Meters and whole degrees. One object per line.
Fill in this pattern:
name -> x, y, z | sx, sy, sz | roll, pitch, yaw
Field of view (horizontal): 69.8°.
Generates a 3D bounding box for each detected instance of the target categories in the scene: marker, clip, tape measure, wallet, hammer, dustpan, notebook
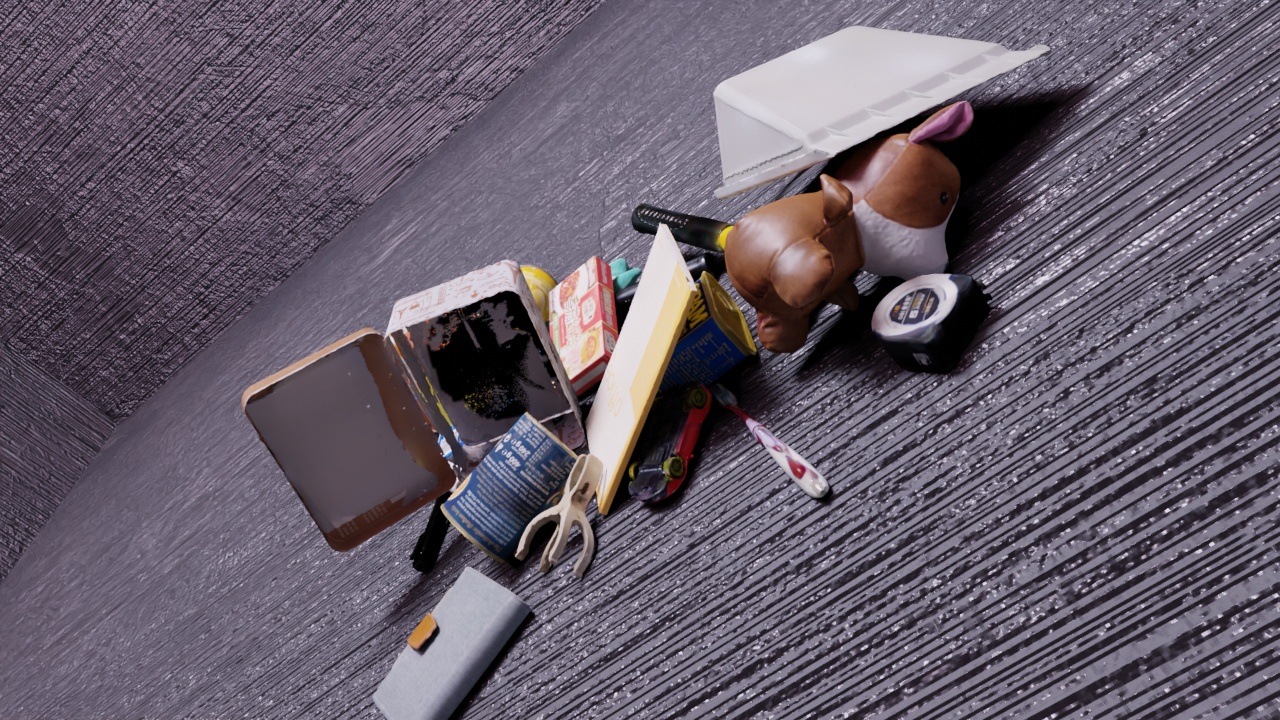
marker -> -0.203, 0.155, 0.922 | 0.020, 0.022, 0.131 | -35, 26, 31
clip -> -0.066, 0.129, 0.736 | 0.097, 0.035, 0.101 | -34, 36, 31
tape measure -> 0.192, -0.027, 0.620 | 0.065, 0.033, 0.066 | -50, 29, -17
wallet -> -0.156, 0.228, 0.726 | 0.129, 0.037, 0.107 | -52, 28, -19
hammer -> 0.085, -0.114, 0.861 | 0.128, 0.033, 0.301 | -46, 35, -14
dustpan -> 0.179, -0.194, 0.810 | 0.222, 0.143, 0.258 | -28, 38, -16
notebook -> -0.005, 0.004, 0.760 | 0.145, 0.010, 0.207 | -105, 33, -61

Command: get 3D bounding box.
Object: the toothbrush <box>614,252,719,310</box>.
toothbrush -> -0.010, -0.065, 0.967 | 0.213, 0.026, 0.027 | -20, 46, 35

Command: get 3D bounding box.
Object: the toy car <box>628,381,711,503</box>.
toy car -> 0.024, 0.065, 0.722 | 0.049, 0.031, 0.106 | -16, 44, 48

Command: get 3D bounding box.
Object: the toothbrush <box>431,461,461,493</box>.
toothbrush -> -0.182, 0.118, 0.909 | 0.221, 0.026, 0.027 | 14, 101, 49

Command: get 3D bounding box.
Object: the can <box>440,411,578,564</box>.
can -> -0.106, 0.108, 0.787 | 0.111, 0.075, 0.075 | -49, 26, -6

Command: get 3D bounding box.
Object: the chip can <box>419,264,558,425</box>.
chip can -> -0.162, -0.021, 1.017 | 0.072, 0.072, 0.212 | -22, 27, 37

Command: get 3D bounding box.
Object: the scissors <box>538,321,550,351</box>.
scissors -> -0.112, -0.027, 1.078 | 0.186, 0.019, 0.129 | -30, 29, 22

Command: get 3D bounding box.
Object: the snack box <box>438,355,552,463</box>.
snack box -> -0.156, 0.058, 0.997 | 0.157, 0.026, 0.084 | -36, 25, 14

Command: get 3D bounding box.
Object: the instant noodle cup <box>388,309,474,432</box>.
instant noodle cup -> -0.244, -0.006, 1.096 | 0.152, 0.111, 0.151 | -44, 20, 20

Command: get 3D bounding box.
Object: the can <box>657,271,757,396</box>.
can -> 0.045, -0.018, 0.792 | 0.083, 0.057, 0.102 | -38, 25, 16

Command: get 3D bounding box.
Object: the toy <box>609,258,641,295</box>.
toy -> -0.033, -0.084, 1.039 | 0.097, 0.030, 0.091 | -42, 20, 19

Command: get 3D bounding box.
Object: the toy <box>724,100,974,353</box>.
toy -> 0.163, -0.096, 0.674 | 0.199, 0.130, 0.140 | -39, -15, -17

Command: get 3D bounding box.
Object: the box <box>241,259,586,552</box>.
box -> -0.199, 0.041, 0.835 | 0.261, 0.179, 0.102 | -22, 27, 1

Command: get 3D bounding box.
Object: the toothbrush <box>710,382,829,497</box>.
toothbrush -> 0.088, 0.053, 0.665 | 0.016, 0.017, 0.187 | -42, 25, 0

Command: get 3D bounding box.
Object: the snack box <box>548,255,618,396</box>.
snack box -> -0.060, -0.035, 0.957 | 0.075, 0.025, 0.152 | -36, 40, 27
